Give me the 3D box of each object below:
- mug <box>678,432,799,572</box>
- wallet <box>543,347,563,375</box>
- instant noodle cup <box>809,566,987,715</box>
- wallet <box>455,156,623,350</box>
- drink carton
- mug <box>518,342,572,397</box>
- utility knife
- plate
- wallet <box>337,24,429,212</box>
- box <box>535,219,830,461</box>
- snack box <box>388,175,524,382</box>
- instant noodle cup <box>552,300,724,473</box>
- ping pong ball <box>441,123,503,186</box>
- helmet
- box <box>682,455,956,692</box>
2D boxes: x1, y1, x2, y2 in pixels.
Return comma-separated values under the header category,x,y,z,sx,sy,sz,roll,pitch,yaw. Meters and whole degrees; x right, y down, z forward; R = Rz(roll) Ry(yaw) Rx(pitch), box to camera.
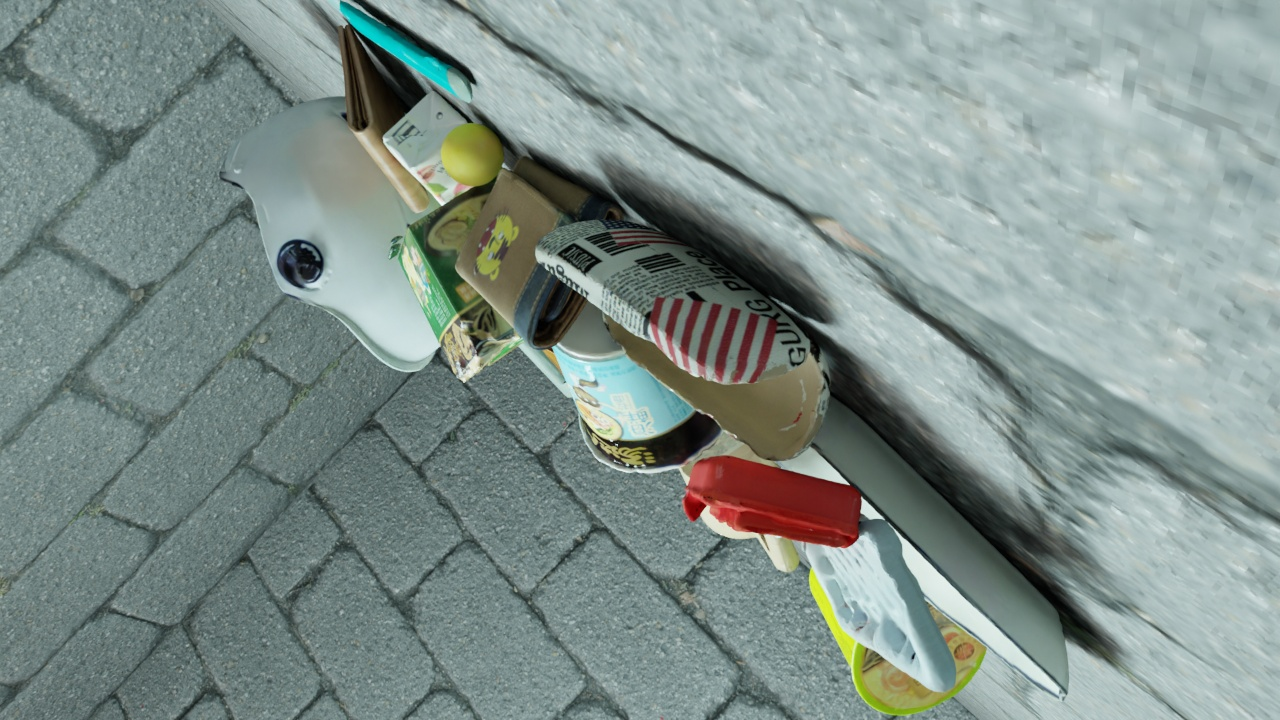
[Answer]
category,x,y,z,sx,sy,sz,roll,pitch,yaw
mug,0.085,0.104,0.752,0.124,0.084,0.103,58,178,37
wallet,-0.004,0.004,0.705,0.131,0.035,0.119,6,160,21
instant noodle cup,0.197,0.200,0.740,0.111,0.112,0.123,44,-176,-21
wallet,-0.063,-0.067,0.535,0.033,0.090,0.115,22,-168,-38
drink carton,-0.142,-0.146,0.691,0.045,0.053,0.122,46,177,16
mug,-0.052,-0.013,0.815,0.124,0.083,0.103,-13,133,36
utility knife,-0.152,-0.196,0.557,0.185,0.013,0.029,38,171,34
plate,0.146,0.089,0.525,0.265,0.034,0.162,43,176,-7
wallet,-0.199,-0.186,0.707,0.101,0.020,0.115,65,-174,-63
box,0.011,-0.016,0.428,0.086,0.076,0.162,6,-156,-39
snack box,-0.103,-0.063,0.644,0.105,0.117,0.118,55,158,-4
instant noodle cup,-0.006,-0.004,0.572,0.111,0.111,0.120,40,168,33
ping pong ball,-0.109,-0.134,0.597,0.040,0.040,0.040,42,176,4
helmet,-0.228,-0.134,0.839,0.258,0.146,0.228,57,-164,3
box,0.091,0.098,0.495,0.157,0.069,0.201,39,175,5
